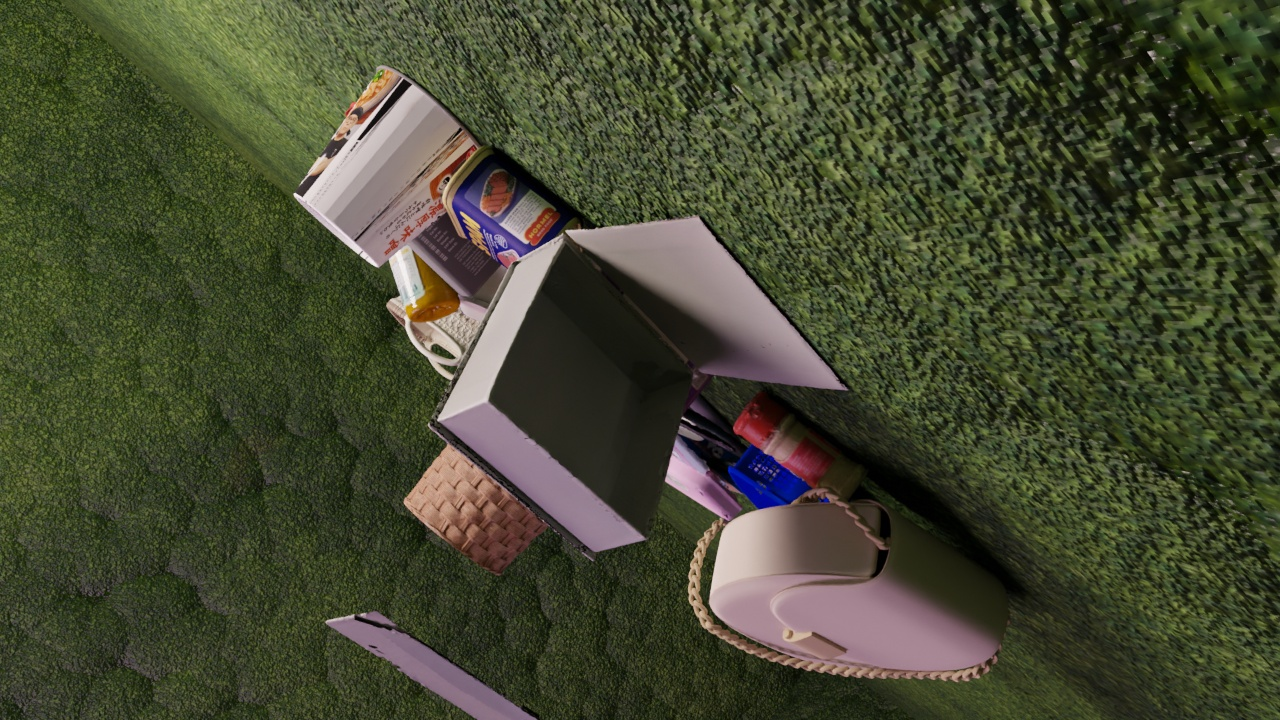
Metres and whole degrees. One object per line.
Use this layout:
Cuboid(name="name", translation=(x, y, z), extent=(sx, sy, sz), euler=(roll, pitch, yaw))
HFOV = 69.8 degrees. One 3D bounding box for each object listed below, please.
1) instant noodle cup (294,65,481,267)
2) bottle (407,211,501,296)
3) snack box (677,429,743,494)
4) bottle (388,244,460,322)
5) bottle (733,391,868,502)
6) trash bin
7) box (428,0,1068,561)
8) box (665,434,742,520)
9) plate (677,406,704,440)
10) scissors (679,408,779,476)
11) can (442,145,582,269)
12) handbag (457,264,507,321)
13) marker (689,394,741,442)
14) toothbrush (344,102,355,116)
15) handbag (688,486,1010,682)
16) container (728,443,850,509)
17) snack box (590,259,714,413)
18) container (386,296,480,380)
Cuboid(name="instant noodle cup", translation=(-0.205, -0.149, 0.746), extent=(0.123, 0.121, 0.124), euler=(38, 170, 7))
Cuboid(name="bottle", translation=(-0.196, -0.147, 0.841), extent=(0.174, 0.083, 0.046), euler=(44, 170, -20))
Cuboid(name="snack box", translation=(0.067, 0.103, 1.130), extent=(0.151, 0.034, 0.087), euler=(41, 170, -7))
Cuboid(name="bottle", translation=(-0.230, -0.131, 0.907), extent=(0.053, 0.053, 0.186), euler=(89, 160, -78))
Cuboid(name="bottle", translation=(0.128, 0.072, 0.738), extent=(0.109, 0.044, 0.044), euler=(37, 170, 11))
Cuboid(name="trash bin", translation=(-0.113, 0.095, 0.899), extent=(0.151, 0.210, 0.151), euler=(38, 170, 7))
Cuboid(name="box", translation=(0.074, -0.058, 0.608), extent=(0.167, 0.423, 0.173), euler=(45, -161, -28))
Cuboid(name="box", translation=(0.026, 0.110, 1.094), extent=(0.152, 0.038, 0.201), euler=(45, 169, -30))
Cuboid(name="plate", translation=(0.033, 0.052, 1.027), extent=(0.104, 0.026, 0.104), euler=(30, 166, 8))
Cuboid(name="scissors", translation=(0.091, 0.093, 0.972), extent=(0.202, 0.015, 0.202), euler=(38, 162, -26))
Cuboid(name="can", translation=(-0.098, -0.107, 0.735), extent=(0.092, 0.056, 0.116), euler=(38, 170, 5))
Cuboid(name="handbag", translation=(-0.101, -0.060, 0.981), extent=(0.176, 0.074, 0.151), euler=(21, 173, -6))
Cuboid(name="marker", translation=(0.064, 0.048, 0.958), extent=(0.138, 0.016, 0.022), euler=(44, -159, -29))
Cuboid(name="toothbrush", translation=(-0.276, -0.217, 1.009), extent=(0.012, 0.018, 0.212), euler=(37, 170, 16))
Cuboid(name="handbag", translation=(0.170, 0.186, 0.757), extent=(0.210, 0.103, 0.209), euler=(32, 144, -26))
Cuboid(name="container", translation=(0.141, 0.117, 0.840), extent=(0.096, 0.058, 0.114), euler=(32, 168, 37))
Cuboid(name="snack box", translation=(-0.030, 0.015, 0.768), extent=(0.148, 0.143, 0.041), euler=(45, 169, -27))
Cuboid(name="container", translation=(-0.251, -0.048, 1.315), extent=(0.184, 0.142, 0.246), euler=(40, 170, -2))
